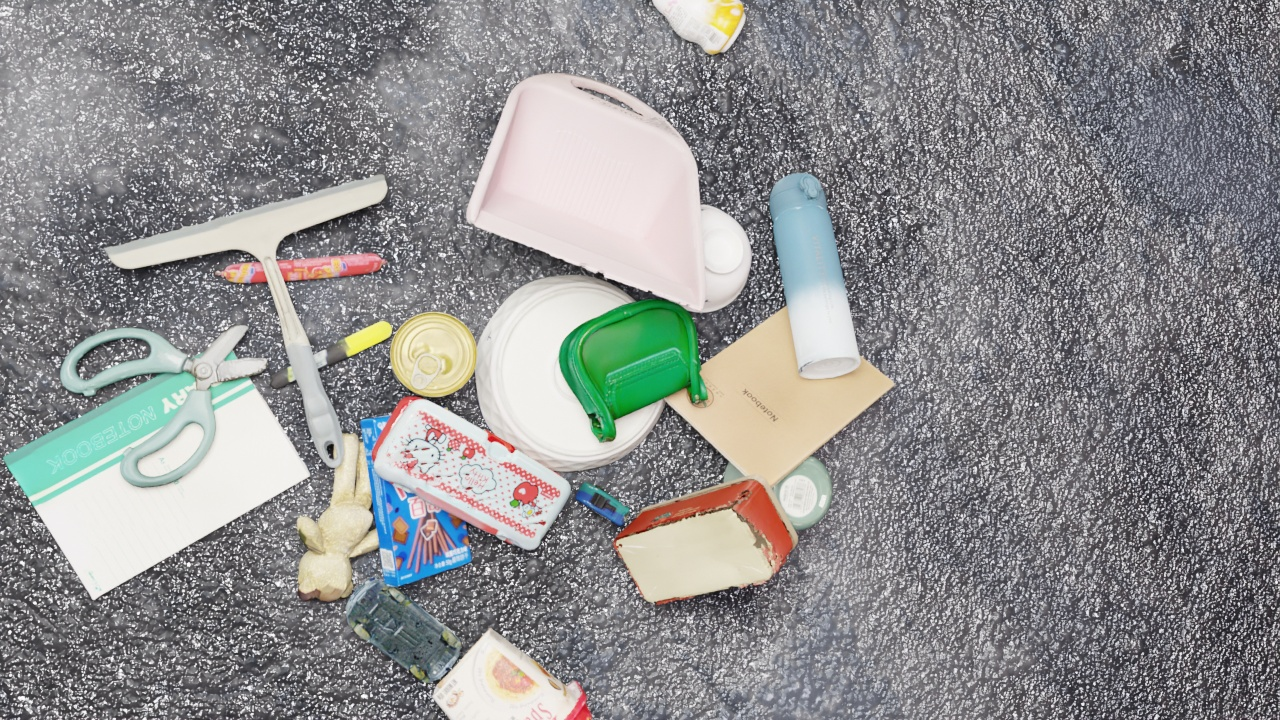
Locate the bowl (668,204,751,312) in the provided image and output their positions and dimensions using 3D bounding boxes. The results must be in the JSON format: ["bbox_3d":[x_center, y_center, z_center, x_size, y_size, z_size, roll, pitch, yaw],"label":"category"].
[{"bbox_3d":[0.074,-0.112,0.971,0.118,0.065,0.118,1,88,-18],"label":"bowl"}]

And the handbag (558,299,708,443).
[{"bbox_3d":[-0.005,0.005,0.893,0.131,0.068,0.120,-24,96,-16],"label":"handbag"}]

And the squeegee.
[{"bbox_3d":[-0.317,-0.019,0.843,0.246,0.039,0.246,-19,90,-13],"label":"squeegee"}]

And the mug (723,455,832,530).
[{"bbox_3d":[0.136,0.123,0.960,0.082,0.106,0.112,-44,100,-13],"label":"mug"}]

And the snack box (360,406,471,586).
[{"bbox_3d":[-0.213,0.127,0.875,0.084,0.026,0.157,-10,91,-48],"label":"snack box"}]

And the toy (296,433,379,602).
[{"bbox_3d":[-0.281,0.146,0.860,0.105,0.066,0.157,27,72,-57],"label":"toy"}]

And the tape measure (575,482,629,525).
[{"bbox_3d":[-0.038,0.144,0.932,0.054,0.058,0.025,35,79,-9],"label":"tape measure"}]

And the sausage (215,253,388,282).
[{"bbox_3d":[-0.320,-0.087,0.873,0.155,0.020,0.020,-7,90,-17],"label":"sausage"}]

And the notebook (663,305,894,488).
[{"bbox_3d":[0.146,0.031,0.955,0.207,0.008,0.148,-34,64,-28],"label":"notebook"}]

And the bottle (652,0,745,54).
[{"bbox_3d":[0.056,-0.375,0.975,0.108,0.063,0.063,27,80,-15],"label":"bottle"}]

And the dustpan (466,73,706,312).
[{"bbox_3d":[-0.039,-0.183,0.869,0.222,0.273,0.139,18,107,-19],"label":"dustpan"}]

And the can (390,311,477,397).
[{"bbox_3d":[-0.196,-0.003,0.860,0.075,0.111,0.075,1,87,-15],"label":"can"}]

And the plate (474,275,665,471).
[{"bbox_3d":[-0.063,0.013,0.935,0.204,0.046,0.205,1,87,-18],"label":"plate"}]

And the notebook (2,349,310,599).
[{"bbox_3d":[-0.435,0.096,0.835,0.208,0.012,0.150,-31,96,-16],"label":"notebook"}]

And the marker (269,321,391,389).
[{"bbox_3d":[-0.297,-0.005,0.881,0.124,0.015,0.018,-28,95,-13],"label":"marker"}]

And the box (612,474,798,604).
[{"bbox_3d":[0.058,0.183,0.894,0.079,0.169,0.091,-37,100,-50],"label":"box"}]

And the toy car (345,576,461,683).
[{"bbox_3d":[-0.227,0.258,0.881,0.120,0.037,0.054,46,75,-21],"label":"toy car"}]

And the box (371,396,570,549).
[{"bbox_3d":[-0.155,0.111,0.868,0.201,0.048,0.087,36,76,-35],"label":"box"}]

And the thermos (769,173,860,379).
[{"bbox_3d":[0.181,-0.092,0.970,0.070,0.070,0.220,0,69,-17],"label":"thermos"}]

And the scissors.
[{"bbox_3d":[-0.421,0.041,0.827,0.173,0.019,0.177,-6,87,-16],"label":"scissors"}]

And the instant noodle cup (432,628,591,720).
[{"bbox_3d":[-0.126,0.329,0.875,0.124,0.117,0.116,43,77,1],"label":"instant noodle cup"}]
